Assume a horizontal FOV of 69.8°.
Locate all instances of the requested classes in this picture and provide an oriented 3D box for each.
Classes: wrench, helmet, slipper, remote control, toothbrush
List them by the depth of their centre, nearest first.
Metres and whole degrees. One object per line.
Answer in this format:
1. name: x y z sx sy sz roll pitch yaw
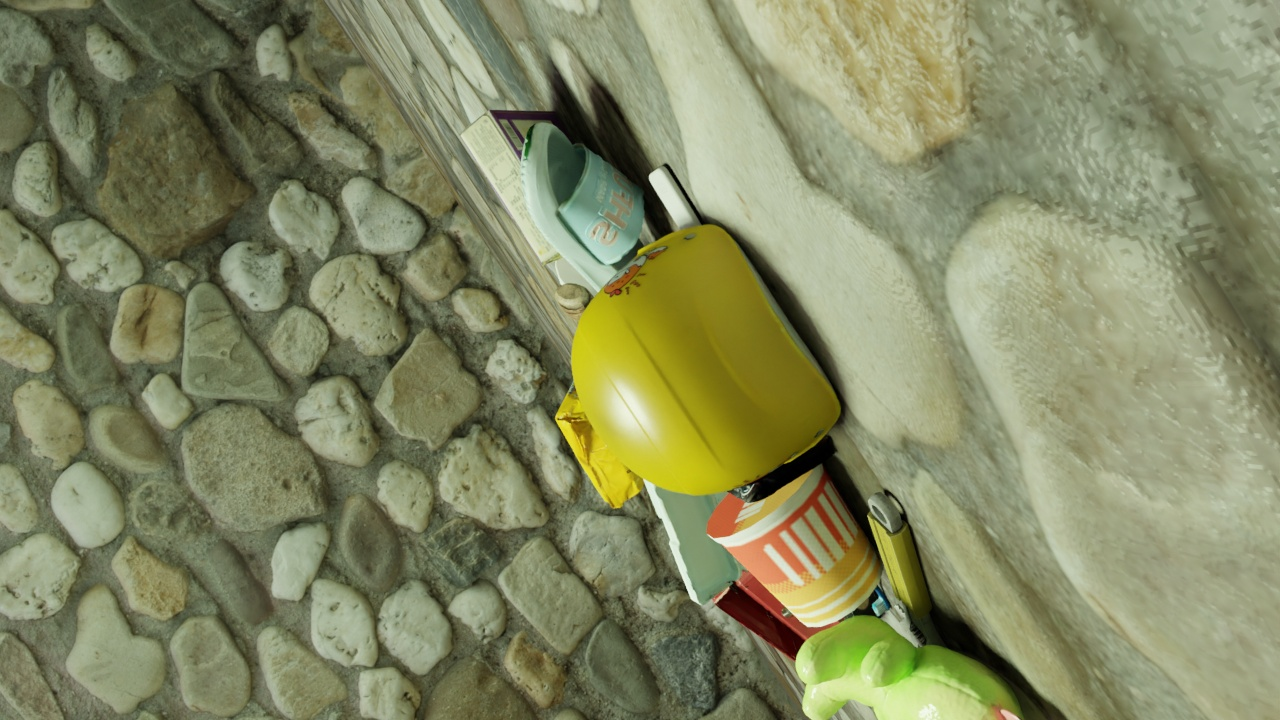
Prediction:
1. helmet: 0.020 0.023 0.730 0.209 0.139 0.241 56 152 -2
2. remote control: 0.052 -0.092 0.745 0.146 0.008 0.045 57 172 -9
3. wrench: 0.236 0.202 0.795 0.083 0.018 0.273 47 168 48
4. slipper: -0.023 -0.118 0.817 0.245 0.074 0.103 50 -151 -40
5. toothbrush: 0.224 0.212 0.910 0.021 0.017 0.135 30 155 51

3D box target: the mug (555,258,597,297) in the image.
1. mug: -0.047 -0.106 1.010 0.090 0.091 0.121 80 172 -72

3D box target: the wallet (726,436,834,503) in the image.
1. wallet: 0.116 0.091 0.817 0.026 0.089 0.115 63 172 -7

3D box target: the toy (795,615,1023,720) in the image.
1. toy: 0.233 0.279 0.770 0.197 0.107 0.150 10 141 26

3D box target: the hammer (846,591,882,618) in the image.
1. hammer: 0.193 0.227 1.107 0.132 0.040 0.305 61 172 -14

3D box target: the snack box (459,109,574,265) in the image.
1. snack box: -0.089 -0.172 0.891 0.143 0.041 0.147 58 -156 -2

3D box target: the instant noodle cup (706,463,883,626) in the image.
1. instant noodle cup: 0.147 0.165 0.838 0.121 0.123 0.123 51 173 -7

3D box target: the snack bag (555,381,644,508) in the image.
1. snack bag: -0.022 0.064 1.217 0.160 0.068 0.246 64 -149 -30

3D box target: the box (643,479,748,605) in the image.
1. box: 0.082 0.157 1.008 0.041 0.134 0.197 17 132 61

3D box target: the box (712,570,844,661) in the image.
1. box: 0.168 0.292 1.179 0.157 0.092 0.129 37 -173 -16

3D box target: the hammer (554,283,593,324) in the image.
1. hammer: -0.006 0.006 1.028 0.122 0.048 0.319 17 161 33
